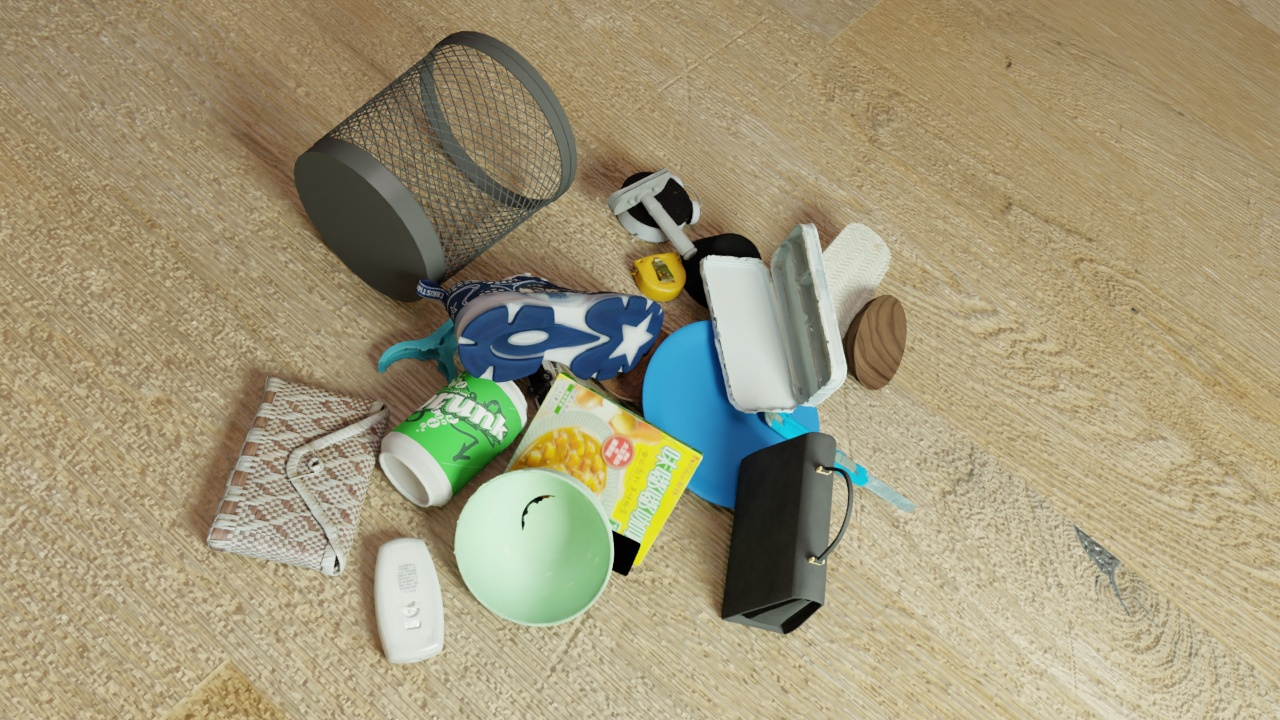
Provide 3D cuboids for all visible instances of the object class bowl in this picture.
[{"bbox_3d":[-0.094,0.167,0.871,0.151,0.151,0.077,30,12,2],"label":"bowl"},{"bbox_3d":[0.285,-0.024,1.136,0.032,0.119,0.119,14,41,44],"label":"bowl"},{"bbox_3d":[0.114,-0.123,1.158,0.124,0.053,0.123,8,56,-13],"label":"bowl"},{"bbox_3d":[-0.006,0.006,1.054,0.102,0.026,0.114,40,55,10],"label":"bowl"}]

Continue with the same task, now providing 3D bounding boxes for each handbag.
[{"bbox_3d":[0.157,0.157,0.890,0.072,0.196,0.175,16,63,-11],"label":"handbag"},{"bbox_3d":[-0.321,0.104,0.877,0.124,0.047,0.185,13,55,-9],"label":"handbag"}]

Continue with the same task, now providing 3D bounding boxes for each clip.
[{"bbox_3d":[-0.235,-0.006,0.990,0.120,0.033,0.122,1,59,-13],"label":"clip"}]

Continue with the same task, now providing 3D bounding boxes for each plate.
[{"bbox_3d":[0.102,0.061,1.042,0.224,0.024,0.224,9,65,-21],"label":"plate"}]

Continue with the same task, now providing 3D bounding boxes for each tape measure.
[{"bbox_3d":[0.025,-0.103,1.132,0.068,0.030,0.059,-11,61,-23],"label":"tape measure"}]

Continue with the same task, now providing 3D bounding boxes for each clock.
[{"bbox_3d":[0.025,-0.201,1.191,0.122,0.035,0.094,-22,68,-29],"label":"clock"}]

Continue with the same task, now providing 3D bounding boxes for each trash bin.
[{"bbox_3d":[-0.225,-0.206,1.010,0.218,0.218,0.226,38,59,8],"label":"trash bin"}]

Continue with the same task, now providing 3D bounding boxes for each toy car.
[{"bbox_3d":[-0.110,0.002,1.018,0.039,0.039,0.113,3,54,-42],"label":"toy car"}]

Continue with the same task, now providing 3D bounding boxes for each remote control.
[{"bbox_3d":[-0.215,0.220,0.848,0.060,0.028,0.114,-6,61,-21],"label":"remote control"},{"bbox_3d":[-0.074,0.168,0.916,0.150,0.034,0.013,24,11,3],"label":"remote control"}]

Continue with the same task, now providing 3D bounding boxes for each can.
[{"bbox_3d":[-0.184,0.074,0.915,0.088,0.088,0.139,40,55,9],"label":"can"}]

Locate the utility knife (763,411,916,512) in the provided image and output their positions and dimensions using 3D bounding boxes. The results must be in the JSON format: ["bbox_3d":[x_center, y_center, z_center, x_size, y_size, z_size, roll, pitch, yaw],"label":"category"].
[{"bbox_3d":[0.229,0.115,1.053,0.220,0.015,0.031,34,62,-9],"label":"utility knife"}]

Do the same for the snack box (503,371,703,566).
[{"bbox_3d":[-0.041,0.109,0.930,0.168,0.027,0.132,30,95,2],"label":"snack box"}]

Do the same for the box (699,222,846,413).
[{"bbox_3d":[0.154,-0.051,1.034,0.129,0.105,0.210,-2,64,-21],"label":"box"}]

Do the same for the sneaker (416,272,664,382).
[{"bbox_3d":[-0.098,-0.051,0.976,0.268,0.103,0.132,-3,33,-42],"label":"sneaker"}]

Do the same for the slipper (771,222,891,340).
[{"bbox_3d":[0.215,-0.073,1.154,0.115,0.052,0.262,45,69,0],"label":"slipper"}]

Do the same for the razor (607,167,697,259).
[{"bbox_3d":[0.028,-0.173,1.130,0.088,0.047,0.116,-32,81,-31],"label":"razor"}]
